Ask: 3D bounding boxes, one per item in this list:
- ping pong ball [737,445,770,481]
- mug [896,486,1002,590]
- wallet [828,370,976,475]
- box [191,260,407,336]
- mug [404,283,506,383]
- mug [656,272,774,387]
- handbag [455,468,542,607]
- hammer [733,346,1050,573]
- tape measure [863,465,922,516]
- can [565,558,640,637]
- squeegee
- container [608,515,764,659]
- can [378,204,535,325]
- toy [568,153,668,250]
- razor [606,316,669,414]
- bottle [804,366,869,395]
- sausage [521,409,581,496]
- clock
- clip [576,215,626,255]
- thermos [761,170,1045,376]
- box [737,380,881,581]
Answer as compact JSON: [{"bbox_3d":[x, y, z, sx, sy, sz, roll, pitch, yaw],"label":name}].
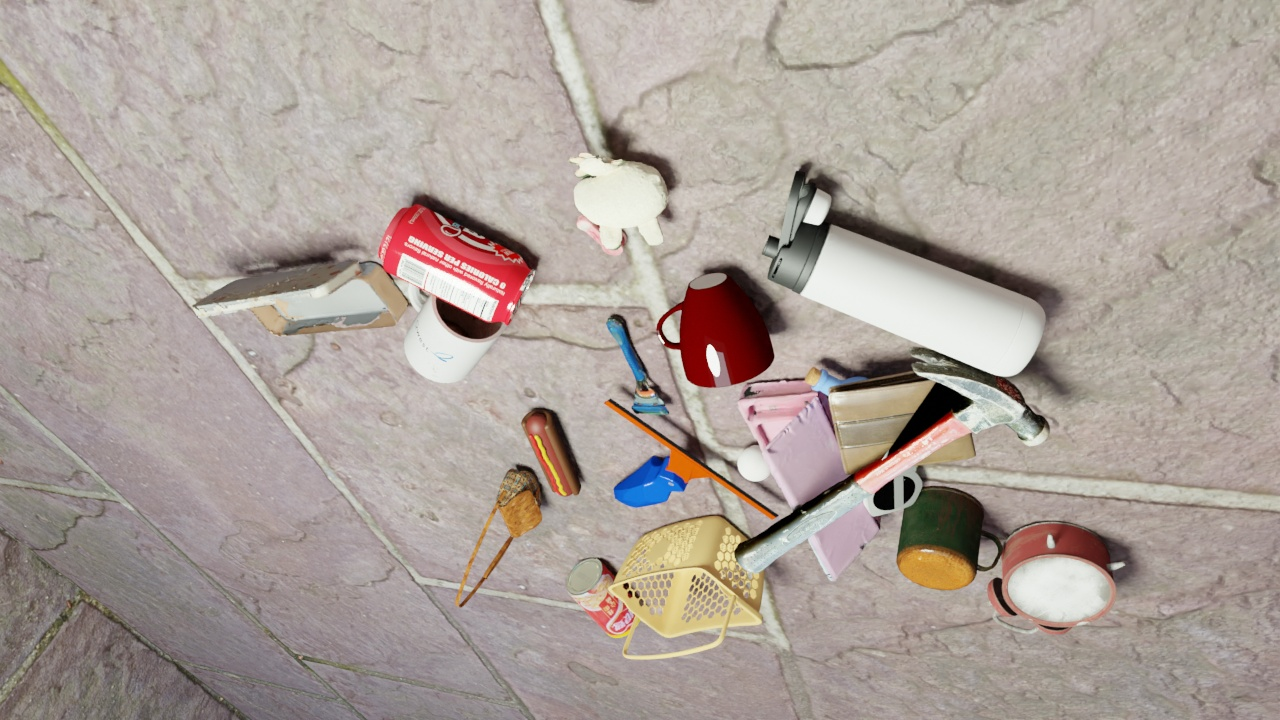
[{"bbox_3d":[0.129,0.115,1.027,0.040,0.040,0.040,14,141,12],"label":"ping pong ball"},{"bbox_3d":[0.334,0.198,0.987,0.111,0.081,0.085,20,142,4],"label":"mug"},{"bbox_3d":[0.242,0.058,0.852,0.121,0.026,0.099,-12,118,16],"label":"wallet"},{"bbox_3d":[-0.386,-0.060,1.040,0.218,0.095,0.115,-3,138,30],"label":"box"},{"bbox_3d":[-0.209,-0.048,0.986,0.119,0.082,0.097,54,140,6],"label":"mug"},{"bbox_3d":[0.062,-0.034,0.862,0.114,0.086,0.088,0,119,34],"label":"mug"},{"bbox_3d":[-0.185,0.237,1.204,0.043,0.195,0.094,15,144,20],"label":"handbag"},{"bbox_3d":[0.203,0.110,0.861,0.140,0.036,0.327,35,124,-18],"label":"hammer"},{"bbox_3d":[0.266,0.133,0.973,0.064,0.016,0.065,-17,127,-4],"label":"tape measure"},{"bbox_3d":[-0.055,0.358,1.382,0.067,0.066,0.124,-9,131,34],"label":"can"},{"bbox_3d":[0.015,0.148,1.113,0.249,0.055,0.185,36,151,-15],"label":"squeegee"},{"bbox_3d":[0.055,0.303,1.183,0.129,0.166,0.184,42,139,-22],"label":"container"},{"bbox_3d":[-0.182,-0.094,0.911,0.142,0.074,0.075,27,142,-4],"label":"can"},{"bbox_3d":[-0.019,-0.144,0.792,0.087,0.050,0.112,-4,131,30],"label":"toy"},{"bbox_3d":[-0.006,0.006,0.986,0.044,0.018,0.141,1,133,27],"label":"razor"},{"bbox_3d":[0.220,0.044,0.892,0.131,0.047,0.048,28,142,-6],"label":"bottle"},{"bbox_3d":[-0.111,0.120,1.155,0.040,0.040,0.156,6,139,21],"label":"sausage"},{"bbox_3d":[0.439,0.240,0.994,0.110,0.061,0.157,21,128,3],"label":"clock"},{"bbox_3d":[-0.037,-0.118,0.845,0.023,0.043,0.060,-12,116,41],"label":"clip"},{"bbox_3d":[0.216,-0.070,0.752,0.230,0.068,0.101,22,129,3],"label":"thermos"},{"bbox_3d":[0.178,0.134,0.971,0.100,0.106,0.233,-4,134,31],"label":"box"}]
